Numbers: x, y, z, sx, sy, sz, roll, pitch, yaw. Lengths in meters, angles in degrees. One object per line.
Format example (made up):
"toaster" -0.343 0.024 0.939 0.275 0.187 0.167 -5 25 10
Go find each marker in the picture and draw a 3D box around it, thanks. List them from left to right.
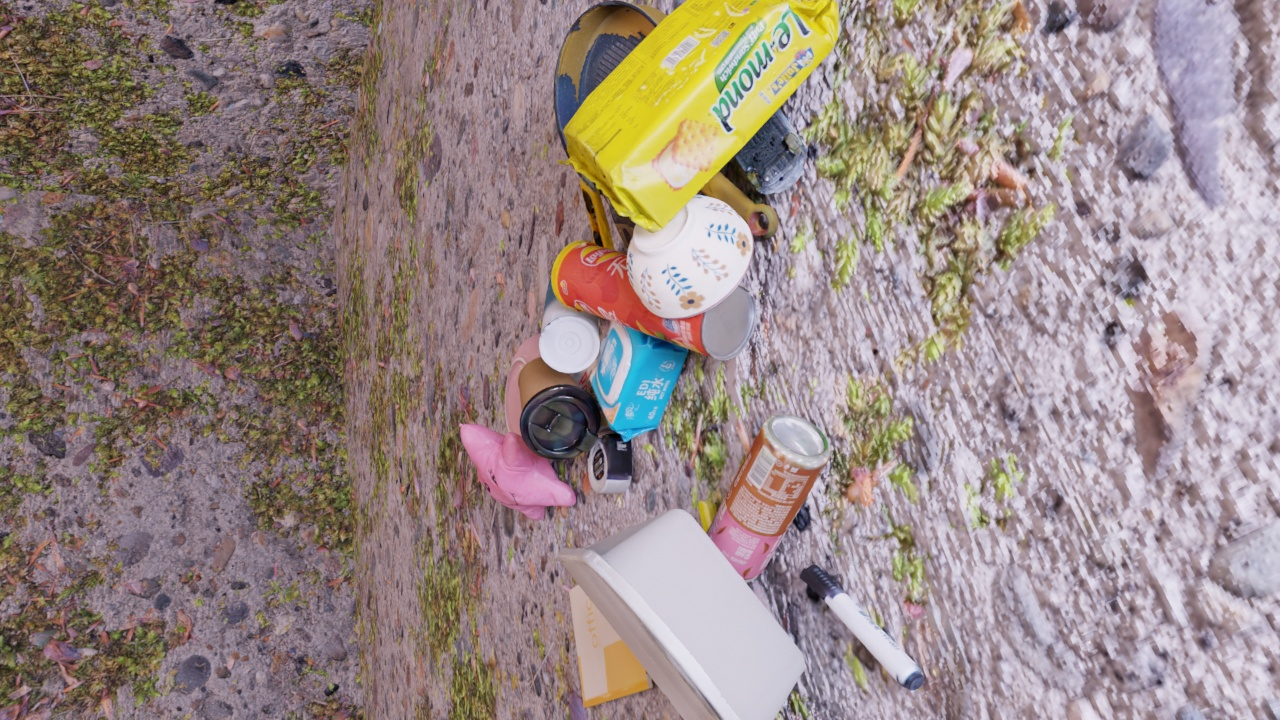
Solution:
"marker" 0.074 0.189 0.844 0.018 0.015 0.124 -46 51 55
"marker" 0.157 0.190 0.664 0.130 0.022 0.018 45 122 58

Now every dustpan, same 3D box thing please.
"dustpan" 0.010 0.239 0.746 0.222 0.142 0.259 51 135 5

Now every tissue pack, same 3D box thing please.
"tissue pack" -0.006 0.006 0.962 0.090 0.063 0.140 64 143 44

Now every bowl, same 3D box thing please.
"bowl" 0.032 -0.098 0.779 0.114 0.062 0.113 -20 50 26

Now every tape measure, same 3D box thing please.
"tape measure" -0.035 0.120 1.048 0.066 0.033 0.066 149 121 -62

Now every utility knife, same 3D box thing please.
"utility knife" -0.048 -0.151 1.024 0.033 0.015 0.173 38 158 31

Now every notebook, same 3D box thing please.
"notebook" -0.038 0.315 1.060 0.207 0.010 0.145 133 133 -56

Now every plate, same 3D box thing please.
"plate" -0.155 0.056 1.291 0.193 0.039 0.192 -8 81 64

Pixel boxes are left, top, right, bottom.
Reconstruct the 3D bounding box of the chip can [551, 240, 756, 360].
"chip can" 0.008 -0.059 0.866 0.217 0.073 0.073 22 109 43

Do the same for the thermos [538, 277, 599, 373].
"thermos" -0.079 -0.056 1.050 0.220 0.070 0.070 -97 18 -68

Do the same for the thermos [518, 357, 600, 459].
"thermos" -0.103 0.051 1.077 0.143 0.093 0.093 -124 43 -63

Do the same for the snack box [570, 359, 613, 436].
"snack box" -0.062 0.052 1.118 0.157 0.026 0.084 151 118 -61

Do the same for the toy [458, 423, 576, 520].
"toy" -0.179 0.146 1.232 0.178 0.074 0.195 46 151 -8

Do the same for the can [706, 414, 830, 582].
"can" 0.100 0.114 0.745 0.058 0.057 0.148 64 142 44

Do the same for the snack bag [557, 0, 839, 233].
"snack bag" 0.040 -0.227 0.765 0.247 0.068 0.158 -45 38 8

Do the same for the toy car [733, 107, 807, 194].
"toy car" 0.102 -0.192 0.780 0.054 0.036 0.120 -42 54 26

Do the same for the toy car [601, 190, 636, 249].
"toy car" 0.004 -0.131 0.904 0.070 0.042 0.158 18 141 57

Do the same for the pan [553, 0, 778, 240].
"pan" 0.023 -0.218 0.897 0.357 0.078 0.198 41 132 31
